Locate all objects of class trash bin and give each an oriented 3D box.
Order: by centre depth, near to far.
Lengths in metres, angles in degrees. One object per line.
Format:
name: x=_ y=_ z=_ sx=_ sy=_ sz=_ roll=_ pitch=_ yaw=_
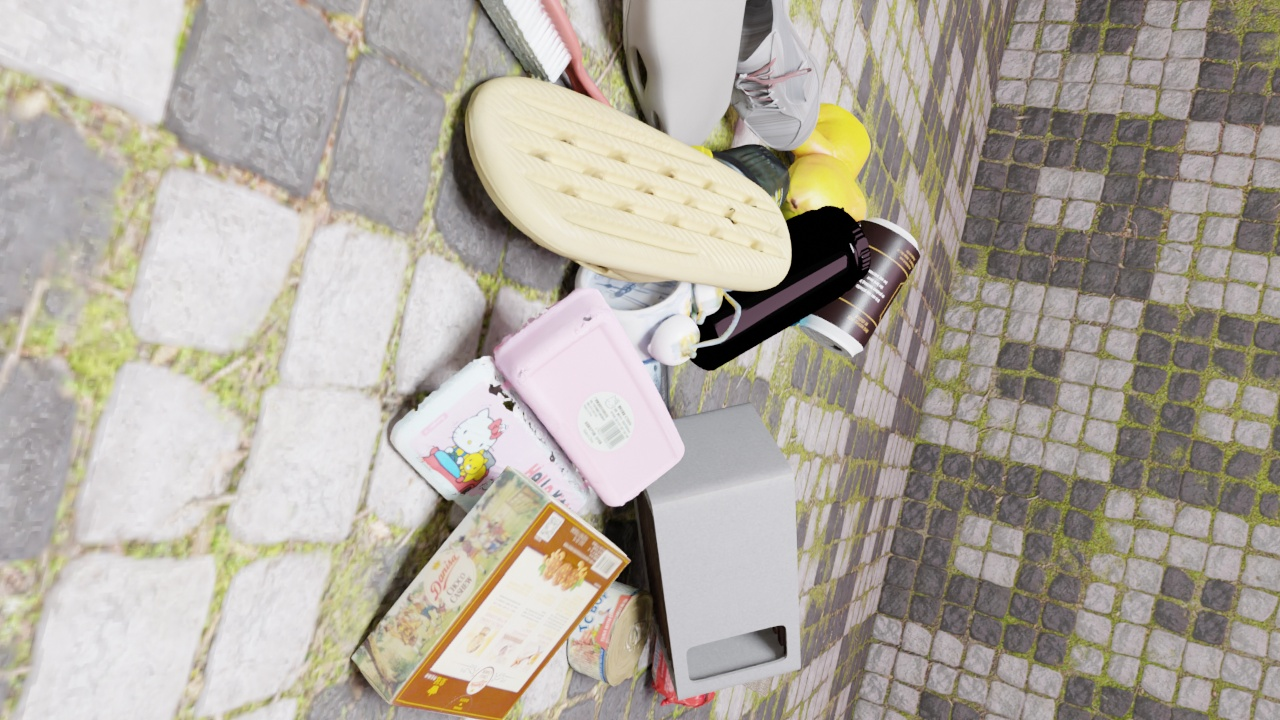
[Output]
trash bin: x=0.065 y=0.170 z=0.814 sx=0.114 sy=0.114 sz=0.229 roll=-114 pitch=-165 yaw=-59

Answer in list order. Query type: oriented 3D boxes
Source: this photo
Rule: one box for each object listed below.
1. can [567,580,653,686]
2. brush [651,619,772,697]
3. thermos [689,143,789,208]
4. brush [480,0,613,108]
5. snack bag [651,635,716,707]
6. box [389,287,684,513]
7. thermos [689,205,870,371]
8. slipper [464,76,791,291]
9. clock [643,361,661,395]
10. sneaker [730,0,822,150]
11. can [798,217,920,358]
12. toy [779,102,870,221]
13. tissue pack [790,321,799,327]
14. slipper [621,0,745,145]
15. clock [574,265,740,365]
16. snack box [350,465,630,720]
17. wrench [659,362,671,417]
can: x=-0.026 y=0.239 z=0.812 sx=0.086 sy=0.043 sz=0.086 roll=-41 pitch=137 yaw=-53
brush: x=0.065 y=0.280 z=0.907 sx=0.008 sy=0.143 sz=0.045 roll=-23 pitch=131 yaw=-59
thermos: x=0.071 y=-0.136 z=0.770 sx=0.220 sy=0.098 sz=0.098 roll=-45 pitch=141 yaw=-62
brush: x=-0.052 y=-0.182 z=0.563 sx=0.030 sy=0.041 sz=0.172 roll=-55 pitch=155 yaw=-6
snack bag: x=0.055 y=0.281 z=0.966 sx=0.082 sy=0.082 sz=0.176 roll=-21 pitch=120 yaw=-62
box: x=-0.056 y=0.052 z=0.593 sx=0.152 sy=0.037 sz=0.201 roll=-38 pitch=145 yaw=-7
thermos: x=0.124 y=-0.074 z=0.825 sx=0.198 sy=0.086 sz=0.086 roll=-29 pitch=134 yaw=-21
slipper: x=-0.008 y=-0.092 z=0.595 sx=0.261 sy=0.079 sz=0.111 roll=11 pitch=61 yaw=-38
clock: x=-0.021 y=0.034 z=0.705 sx=0.083 sy=0.057 sz=0.119 roll=-57 pitch=149 yaw=-39
sneaker: x=0.091 y=-0.257 z=0.764 sx=0.089 sy=0.099 sz=0.236 roll=-62 pitch=145 yaw=-32
can: x=0.217 y=-0.073 z=0.910 sx=0.128 sy=0.072 sz=0.072 roll=-58 pitch=154 yaw=-3
toy: x=0.198 y=-0.185 z=0.978 sx=0.193 sy=0.088 sz=0.134 roll=-73 pitch=147 yaw=-42
tissue pack: x=0.123 y=-0.077 z=0.935 sx=0.144 sy=0.062 sz=0.093 roll=-7 pitch=82 yaw=-67
slipper: x=0.021 y=-0.254 z=0.653 sx=0.112 sy=0.080 sz=0.266 roll=-46 pitch=161 yaw=-16
clock: x=0.010 y=-0.039 z=0.654 sx=0.052 sy=0.125 sz=0.088 roll=84 pitch=29 yaw=-48
snack box: x=-0.087 y=0.156 z=0.586 sx=0.147 sy=0.041 sz=0.143 roll=-51 pitch=150 yaw=-8
wrench: x=0.021 y=0.066 z=0.845 sx=0.072 sy=0.018 sz=0.274 roll=-52 pitch=149 yaw=-42
